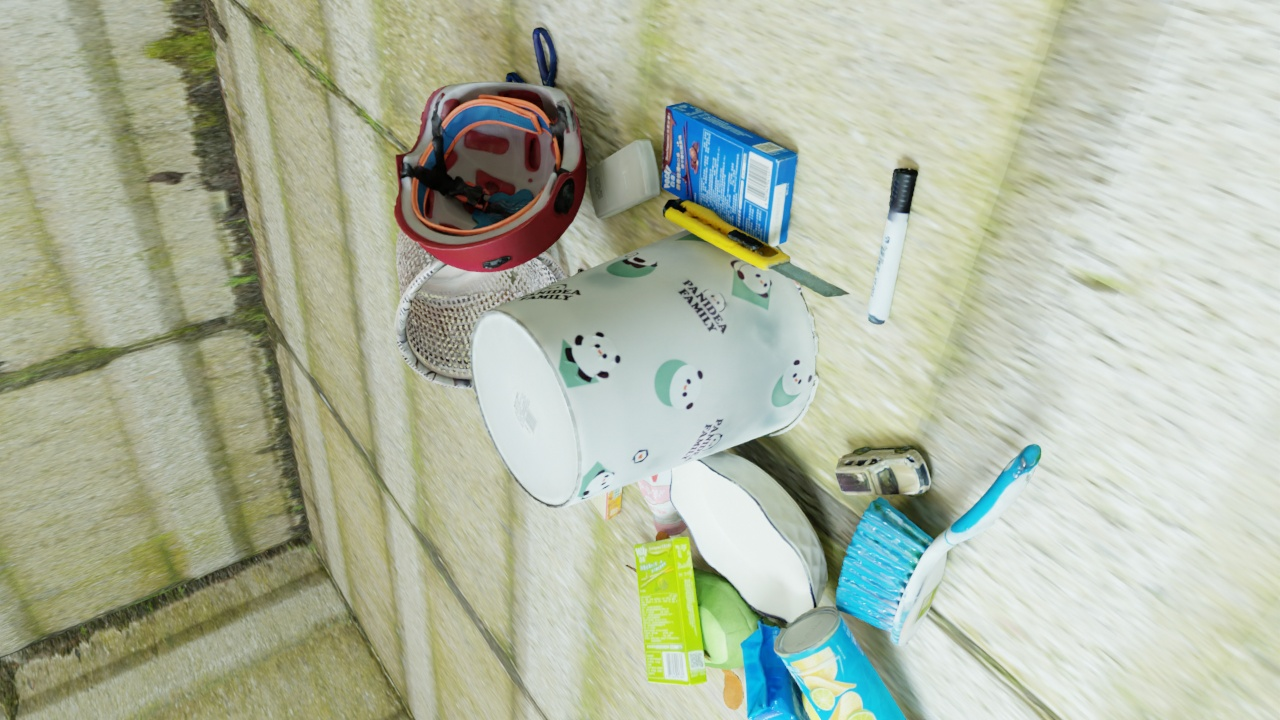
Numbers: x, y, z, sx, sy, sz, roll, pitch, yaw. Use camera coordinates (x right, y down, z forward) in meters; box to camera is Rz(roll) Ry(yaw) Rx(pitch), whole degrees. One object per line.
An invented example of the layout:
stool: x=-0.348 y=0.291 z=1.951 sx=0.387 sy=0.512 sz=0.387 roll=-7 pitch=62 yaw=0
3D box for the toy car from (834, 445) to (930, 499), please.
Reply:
toy car: x=0.208 y=0.098 z=0.789 sx=0.091 sy=0.035 sz=0.042 roll=-13 pitch=99 yaw=56

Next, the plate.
plate: x=0.111 y=0.176 z=0.938 sx=0.205 sy=0.045 sz=0.205 roll=42 pitch=154 yaw=26

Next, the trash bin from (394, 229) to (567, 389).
trash bin: x=-0.227 y=-0.107 z=1.203 sx=0.192 sy=0.227 sz=0.228 roll=-123 pitch=31 yaw=-43

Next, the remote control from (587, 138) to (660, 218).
remote control: x=-0.019 y=-0.189 z=0.967 sx=0.150 sy=0.021 sz=0.058 roll=179 pitch=79 yaw=-67

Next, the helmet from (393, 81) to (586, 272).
helmet: x=-0.156 y=-0.184 z=1.017 sx=0.207 sy=0.239 sz=0.144 roll=8 pitch=154 yaw=19

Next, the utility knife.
utility knife: x=0.094 y=-0.101 z=0.803 sx=0.219 sy=0.033 sz=0.015 roll=35 pitch=145 yaw=39

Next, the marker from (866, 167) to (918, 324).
marker: x=0.195 y=-0.088 z=0.716 sx=0.022 sy=0.018 sz=0.131 roll=-110 pitch=19 yaw=-54

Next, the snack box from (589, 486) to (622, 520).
snack box: x=-0.055 y=0.139 z=1.214 sx=0.077 sy=0.027 sz=0.156 roll=48 pitch=151 yaw=32

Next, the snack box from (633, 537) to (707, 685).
snack box: x=0.031 y=0.280 z=1.026 sx=0.086 sy=0.026 sz=0.156 roll=-26 pitch=67 yaw=54

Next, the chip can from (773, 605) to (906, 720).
chip can: x=0.208 y=0.334 z=0.849 sx=0.210 sy=0.071 sz=0.071 roll=58 pitch=150 yaw=-6

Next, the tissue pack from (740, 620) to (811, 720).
tissue pack: x=0.139 y=0.342 z=0.948 sx=0.157 sy=0.052 sz=0.094 roll=61 pitch=-159 yaw=-46

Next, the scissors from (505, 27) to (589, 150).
scissors: x=-0.110 y=-0.303 z=1.072 sx=0.176 sy=0.012 sz=0.163 roll=39 pitch=138 yaw=38

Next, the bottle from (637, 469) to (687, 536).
bottle: x=0.024 y=0.111 z=1.056 sx=0.068 sy=0.068 sz=0.197 roll=23 pitch=129 yaw=50

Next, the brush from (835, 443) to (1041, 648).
brush: x=0.228 y=0.142 z=0.734 sx=0.109 sy=0.060 sz=0.315 roll=38 pitch=147 yaw=32

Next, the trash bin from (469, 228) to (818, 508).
trash bin: x=-0.005 y=0.005 z=0.854 sx=0.230 sy=0.251 sz=0.230 roll=34 pitch=134 yaw=44

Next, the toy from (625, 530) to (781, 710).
toy: x=0.066 y=0.304 z=1.081 sx=0.227 sy=0.089 sz=0.247 roll=63 pitch=153 yaw=-3

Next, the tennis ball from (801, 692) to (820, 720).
tennis ball: x=0.195 y=0.338 z=0.921 sx=0.065 sy=0.065 sz=0.066 roll=35 pitch=135 yaw=44

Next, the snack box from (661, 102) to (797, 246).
snack box: x=0.077 y=-0.172 z=0.840 sx=0.157 sy=0.026 sz=0.085 roll=39 pitch=139 yaw=41

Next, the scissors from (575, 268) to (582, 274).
scissors: x=-0.074 y=-0.005 z=1.111 sx=0.225 sy=0.015 sz=0.189 roll=-117 pitch=30 yaw=-67
